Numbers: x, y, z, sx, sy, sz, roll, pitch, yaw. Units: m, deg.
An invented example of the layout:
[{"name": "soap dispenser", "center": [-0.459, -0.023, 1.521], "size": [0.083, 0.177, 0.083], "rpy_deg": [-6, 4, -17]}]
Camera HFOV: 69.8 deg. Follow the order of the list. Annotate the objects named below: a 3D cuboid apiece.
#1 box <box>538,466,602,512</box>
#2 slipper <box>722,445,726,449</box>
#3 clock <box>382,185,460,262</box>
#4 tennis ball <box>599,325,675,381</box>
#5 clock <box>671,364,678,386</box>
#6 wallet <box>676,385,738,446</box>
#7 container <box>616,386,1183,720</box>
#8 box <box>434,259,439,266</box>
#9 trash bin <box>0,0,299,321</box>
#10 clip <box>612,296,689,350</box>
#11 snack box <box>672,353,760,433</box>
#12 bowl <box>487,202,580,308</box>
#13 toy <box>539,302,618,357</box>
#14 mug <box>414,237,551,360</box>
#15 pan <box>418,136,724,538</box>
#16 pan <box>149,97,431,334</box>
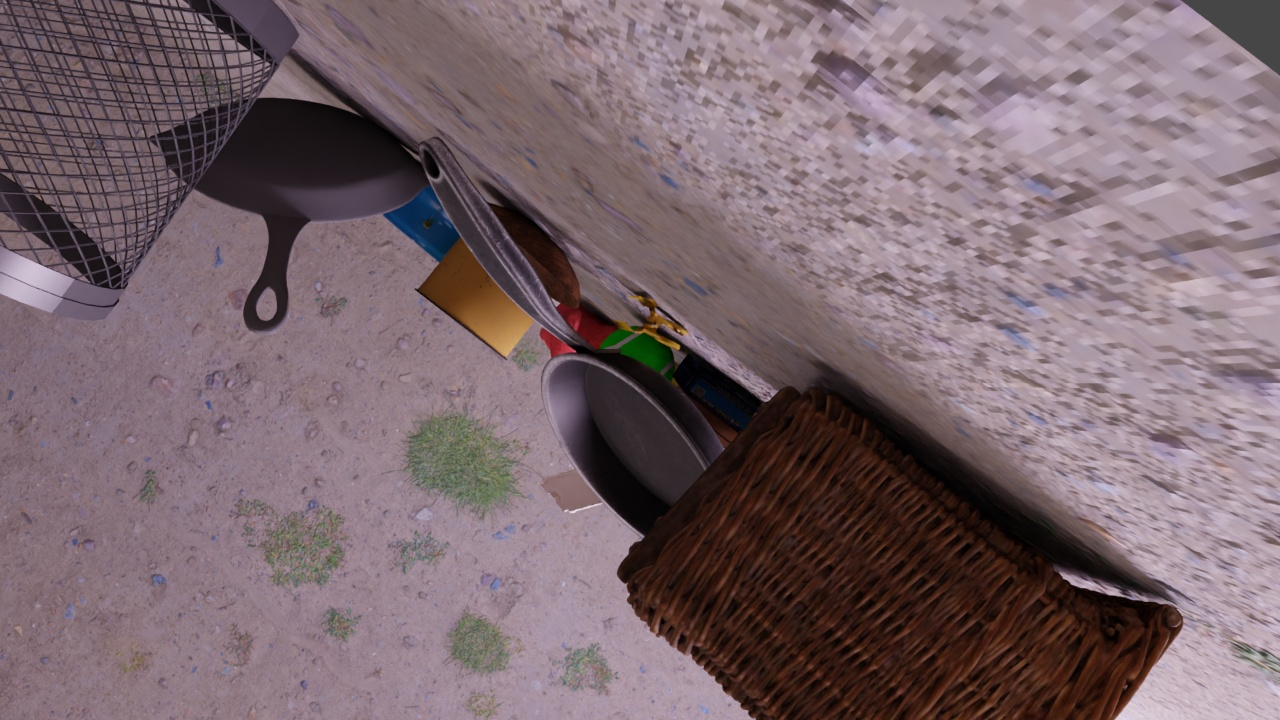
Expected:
[{"name": "box", "center": [-0.040, 0.076, 1.044], "size": [0.070, 0.186, 0.143], "rpy_deg": [39, -177, -44]}, {"name": "slipper", "center": [0.066, 0.099, 0.761], "size": [0.222, 0.106, 0.056], "rpy_deg": [34, 131, 46]}, {"name": "clock", "center": [-0.204, -0.140, 0.888], "size": [0.161, 0.060, 0.117], "rpy_deg": [36, 176, 44]}, {"name": "tennis ball", "center": [-0.004, 0.004, 0.748], "size": [0.065, 0.065, 0.065], "rpy_deg": [37, 177, 2]}, {"name": "clock", "center": [0.018, 0.029, 0.915], "size": [0.119, 0.057, 0.083], "rpy_deg": [36, 176, 31]}, {"name": "wallet", "center": [0.055, 0.055, 0.845], "size": [0.087, 0.013, 0.121], "rpy_deg": [38, 148, -13]}, {"name": "container", "center": [0.102, 0.118, 0.479], "size": [0.183, 0.162, 0.250], "rpy_deg": [42, 177, 7]}, {"name": "box", "center": [-0.196, -0.118, 1.127], "size": [0.121, 0.136, 0.109], "rpy_deg": [-12, 150, 24]}, {"name": "trash bin", "center": [-0.365, -0.181, 0.574], "size": [0.218, 0.227, 0.218], "rpy_deg": [37, 177, 2]}, {"name": "clip", "center": [0.009, -0.028, 0.614], "size": [0.049, 0.044, 0.054], "rpy_deg": [-4, -176, -10]}, {"name": "snack box", "center": [0.095, 0.054, 0.725], "size": [0.150, 0.027, 0.082], "rpy_deg": [37, 178, 15]}, {"name": "bowl", "center": [-0.083, -0.084, 0.672], "size": [0.114, 0.026, 0.102], "rpy_deg": [40, 171, -11]}, {"name": "toy", "center": [-0.078, -0.029, 0.973], "size": [0.094, 0.088, 0.133], "rpy_deg": [48, 178, 11]}, {"name": "mug", "center": [-0.126, -0.064, 0.818], "size": [0.100, 0.094, 0.124], "rpy_deg": [36, 175, 21]}, {"name": "pan", "center": [-0.041, 0.000, 0.640], "size": [0.188, 0.055, 0.357], "rpy_deg": [2, 125, 54]}, {"name": "pan", "center": [-0.262, -0.132, 0.689], "size": [0.216, 0.024, 0.354], "rpy_deg": [5, -143, -18]}]
